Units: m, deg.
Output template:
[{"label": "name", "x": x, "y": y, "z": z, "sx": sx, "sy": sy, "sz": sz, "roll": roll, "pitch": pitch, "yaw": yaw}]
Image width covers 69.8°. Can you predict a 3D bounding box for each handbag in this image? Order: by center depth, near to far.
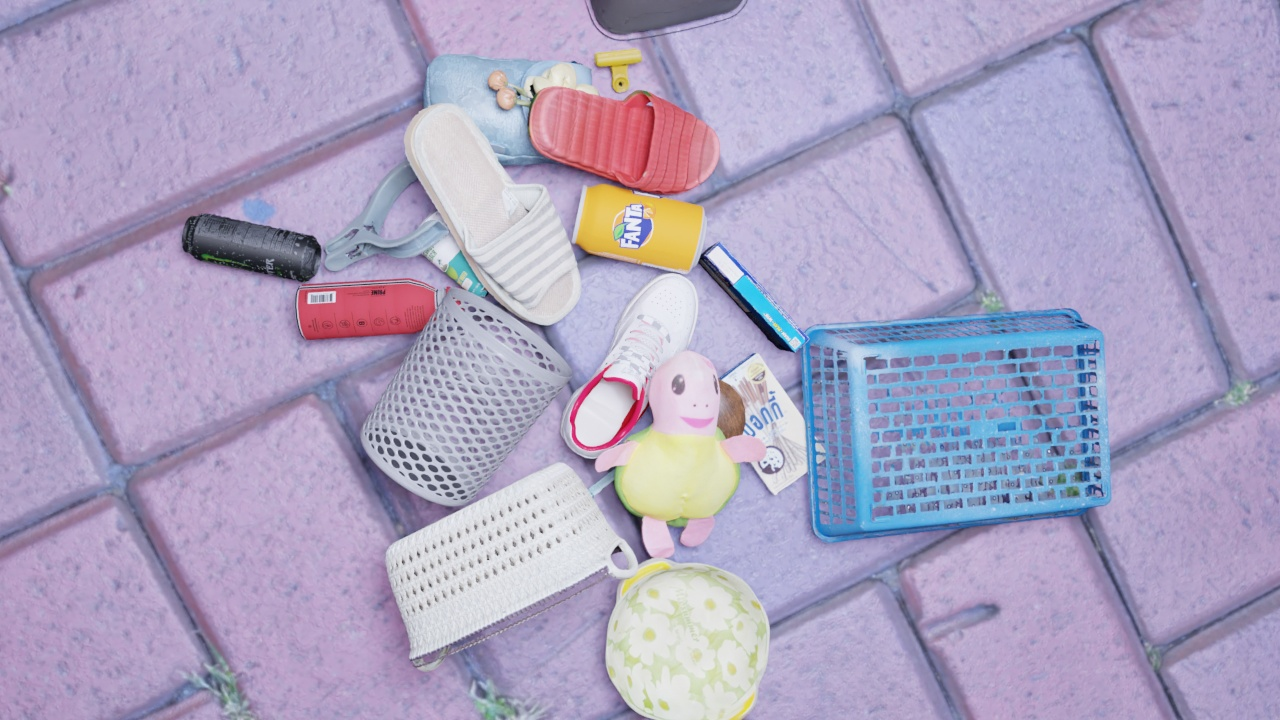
[{"label": "handbag", "x": -0.138, "y": -0.275, "z": 0.997, "sx": 0.191, "sy": 0.119, "sz": 0.122, "roll": 2, "pitch": 93, "yaw": -13}]

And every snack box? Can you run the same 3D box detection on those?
[{"label": "snack box", "x": 0.126, "y": -0.071, "z": 1.046, "sx": 0.027, "sy": 0.082, "sz": 0.150, "roll": -44, "pitch": 96, "yaw": -2}, {"label": "snack box", "x": 0.145, "y": 0.074, "z": 1.080, "sx": 0.082, "sy": 0.026, "sz": 0.150, "roll": -35, "pitch": 94, "yaw": -3}]

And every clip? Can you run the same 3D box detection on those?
[{"label": "clip", "x": -0.263, "y": -0.137, "z": 0.988, "sx": 0.173, "sy": 0.164, "sz": 0.030, "roll": -46, "pitch": 139, "yaw": 2}, {"label": "clip", "x": -0.025, "y": -0.336, "z": 1.053, "sx": 0.054, "sy": 0.048, "sz": 0.046, "roll": -8, "pitch": 67, "yaw": -7}]

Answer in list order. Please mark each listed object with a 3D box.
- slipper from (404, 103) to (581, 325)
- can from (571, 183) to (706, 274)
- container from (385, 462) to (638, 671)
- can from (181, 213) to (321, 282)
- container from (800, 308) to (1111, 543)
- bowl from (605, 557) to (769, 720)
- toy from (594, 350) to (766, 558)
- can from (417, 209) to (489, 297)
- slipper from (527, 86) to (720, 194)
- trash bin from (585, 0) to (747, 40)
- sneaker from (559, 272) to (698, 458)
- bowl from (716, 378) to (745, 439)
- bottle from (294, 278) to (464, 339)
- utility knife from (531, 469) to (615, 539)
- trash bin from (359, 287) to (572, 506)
[{"label": "slipper", "x": -0.147, "y": -0.149, "z": 0.974, "sx": 0.114, "sy": 0.054, "sz": 0.273, "roll": -49, "pitch": 124, "yaw": -19}, {"label": "can", "x": -0.001, "y": -0.149, "z": 1.032, "sx": 0.142, "sy": 0.079, "sz": 0.079, "roll": 12, "pitch": 90, "yaw": -6}, {"label": "container", "x": -0.144, "y": 0.213, "z": 0.972, "sx": 0.252, "sy": 0.184, "sz": 0.143, "roll": -27, "pitch": 86, "yaw": 10}, {"label": "can", "x": -0.424, "y": -0.124, "z": 1.005, "sx": 0.137, "sy": 0.054, "sz": 0.054, "roll": 12, "pitch": 90, "yaw": -6}, {"label": "container", "x": 0.376, "y": 0.075, "z": 1.058, "sx": 0.362, "sy": 0.089, "sz": 0.257, "roll": -4, "pitch": 92, "yaw": -10}, {"label": "bowl", "x": 0.050, "y": 0.318, "z": 1.059, "sx": 0.188, "sy": 0.060, "sz": 0.219, "roll": -33, "pitch": 98, "yaw": -3}, {"label": "toy", "x": 0.041, "y": 0.108, "z": 1.004, "sx": 0.190, "sy": 0.087, "sz": 0.238, "roll": -3, "pitch": 111, "yaw": -9}, {"label": "can", "x": -0.201, "y": -0.119, "z": 1.026, "sx": 0.101, "sy": 0.055, "sz": 0.055, "roll": 40, "pitch": 88, "yaw": -5}, {"label": "slipper", "x": -0.003, "y": -0.238, "z": 0.991, "sx": 0.248, "sy": 0.059, "sz": 0.103, "roll": 2, "pitch": 96, "yaw": -37}, {"label": "trash bin", "x": 0.032, "y": -0.476, "z": 0.956, "sx": 0.197, "sy": 0.220, "sz": 0.197, "roll": -14, "pitch": 93, "yaw": -5}, {"label": "sneaker", "x": -0.007, "y": 0.006, "z": 1.024, "sx": 0.090, "sy": 0.104, "sz": 0.236, "roll": 36, "pitch": 88, "yaw": -5}, {"label": "bowl", "x": 0.067, "y": 0.074, "z": 1.054, "sx": 0.102, "sy": 0.026, "sz": 0.114, "roll": 21, "pitch": 106, "yaw": 6}, {"label": "bottle", "x": -0.285, "y": -0.059, "z": 1.017, "sx": 0.176, "sy": 0.062, "sz": 0.062, "roll": -4, "pitch": 92, "yaw": -5}, {"label": "utility knife", "x": -0.081, "y": 0.173, "z": 1.065, "sx": 0.147, "sy": 0.015, "sz": 0.022, "roll": -38, "pitch": 95, "yaw": -1}, {"label": "trash bin", "x": -0.189, "y": 0.043, "z": 0.976, "sx": 0.156, "sy": 0.156, "sz": 0.183, "roll": 36, "pitch": 98, "yaw": -5}]
